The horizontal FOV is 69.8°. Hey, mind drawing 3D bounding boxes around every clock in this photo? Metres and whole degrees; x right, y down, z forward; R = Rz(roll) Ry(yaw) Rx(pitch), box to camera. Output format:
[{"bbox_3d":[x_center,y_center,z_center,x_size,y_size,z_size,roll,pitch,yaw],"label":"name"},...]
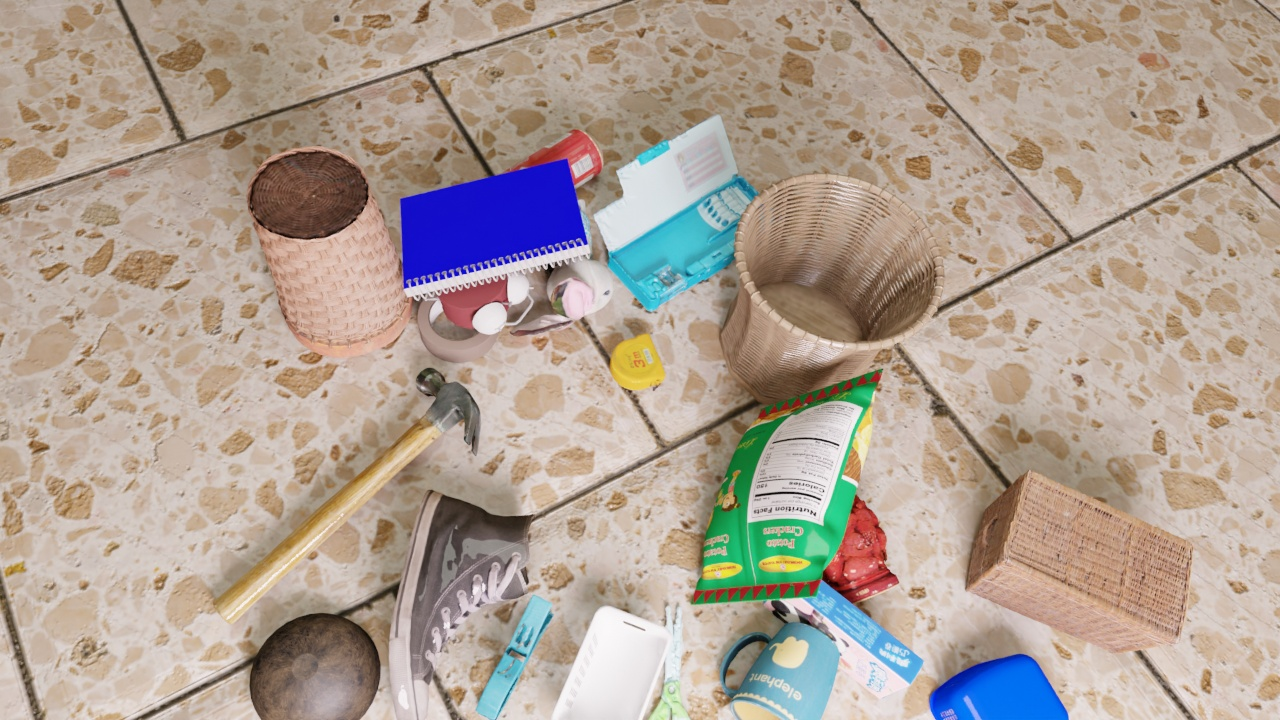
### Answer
[{"bbox_3d":[-0.183,-0.077,1.056,0.124,0.044,0.087,25,62,17],"label":"clock"}]

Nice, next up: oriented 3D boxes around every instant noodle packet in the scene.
[{"bbox_3d":[0.150,0.134,0.952,0.090,0.196,0.252,35,59,-19],"label":"instant noodle packet"}]

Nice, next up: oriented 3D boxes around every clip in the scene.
[{"bbox_3d":[-0.121,0.286,0.885,0.028,0.113,0.126,25,74,10],"label":"clip"}]

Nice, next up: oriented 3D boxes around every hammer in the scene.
[{"bbox_3d":[-0.301,0.144,0.960,0.132,0.033,0.329,30,65,37],"label":"hammer"}]

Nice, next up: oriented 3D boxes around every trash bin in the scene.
[{"bbox_3d":[-0.337,-0.117,1.011,0.151,0.210,0.151,3,62,-6],"label":"trash bin"}]

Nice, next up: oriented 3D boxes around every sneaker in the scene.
[{"bbox_3d":[-0.176,0.247,0.903,0.120,0.095,0.234,9,54,-2],"label":"sneaker"}]

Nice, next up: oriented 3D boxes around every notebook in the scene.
[{"bbox_3d":[-0.173,-0.154,1.066,0.209,0.022,0.171,-14,50,-1],"label":"notebook"}]

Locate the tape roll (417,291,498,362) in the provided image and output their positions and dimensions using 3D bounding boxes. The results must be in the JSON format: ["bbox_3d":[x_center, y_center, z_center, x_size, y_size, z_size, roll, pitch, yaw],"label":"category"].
[{"bbox_3d":[-0.215,-0.045,1.088,0.093,0.030,0.093,3,61,-5],"label":"tape roll"}]

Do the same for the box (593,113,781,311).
[{"bbox_3d":[0.051,-0.187,1.175,0.226,0.074,0.180,-33,93,-22],"label":"box"}]

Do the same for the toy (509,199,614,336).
[{"bbox_3d":[-0.083,-0.111,1.121,0.105,0.131,0.205,26,47,-28],"label":"toy"}]

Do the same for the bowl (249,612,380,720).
[{"bbox_3d":[-0.314,0.297,0.875,0.121,0.056,0.121,3,61,-5],"label":"bowl"}]

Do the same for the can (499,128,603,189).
[{"bbox_3d":[-0.126,-0.233,1.181,0.169,0.067,0.067,-38,72,-24],"label":"can"}]

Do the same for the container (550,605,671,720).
[{"bbox_3d":[-0.026,0.316,0.897,0.081,0.050,0.129,17,60,14],"label":"container"}]

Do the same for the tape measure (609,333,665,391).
[{"bbox_3d":[-0.006,0.006,1.085,0.058,0.030,0.068,-16,62,-15],"label":"tape measure"}]

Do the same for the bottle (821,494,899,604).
[{"bbox_3d":[0.212,0.201,0.975,0.098,0.099,0.111,-17,75,-15],"label":"bottle"}]

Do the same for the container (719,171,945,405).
[{"bbox_3d":[0.202,-0.064,1.053,0.227,0.197,0.226,3,61,-5],"label":"container"}]

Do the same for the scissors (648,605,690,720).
[{"bbox_3d":[0.027,0.330,0.922,0.072,0.033,0.175,3,57,-2],"label":"scissors"}]

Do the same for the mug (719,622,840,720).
[{"bbox_3d":[0.136,0.314,0.913,0.112,0.084,0.104,14,50,34],"label":"mug"}]

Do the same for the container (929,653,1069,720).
[{"bbox_3d":[0.364,0.353,0.923,0.114,0.058,0.096,-19,65,-16],"label":"container"}]

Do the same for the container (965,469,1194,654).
[{"bbox_3d":[0.460,0.220,0.975,0.198,0.113,0.113,24,61,7],"label":"container"}]

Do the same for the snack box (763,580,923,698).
[{"bbox_3d":[0.202,0.275,0.930,0.154,0.088,0.033,38,64,13],"label":"snack box"}]
